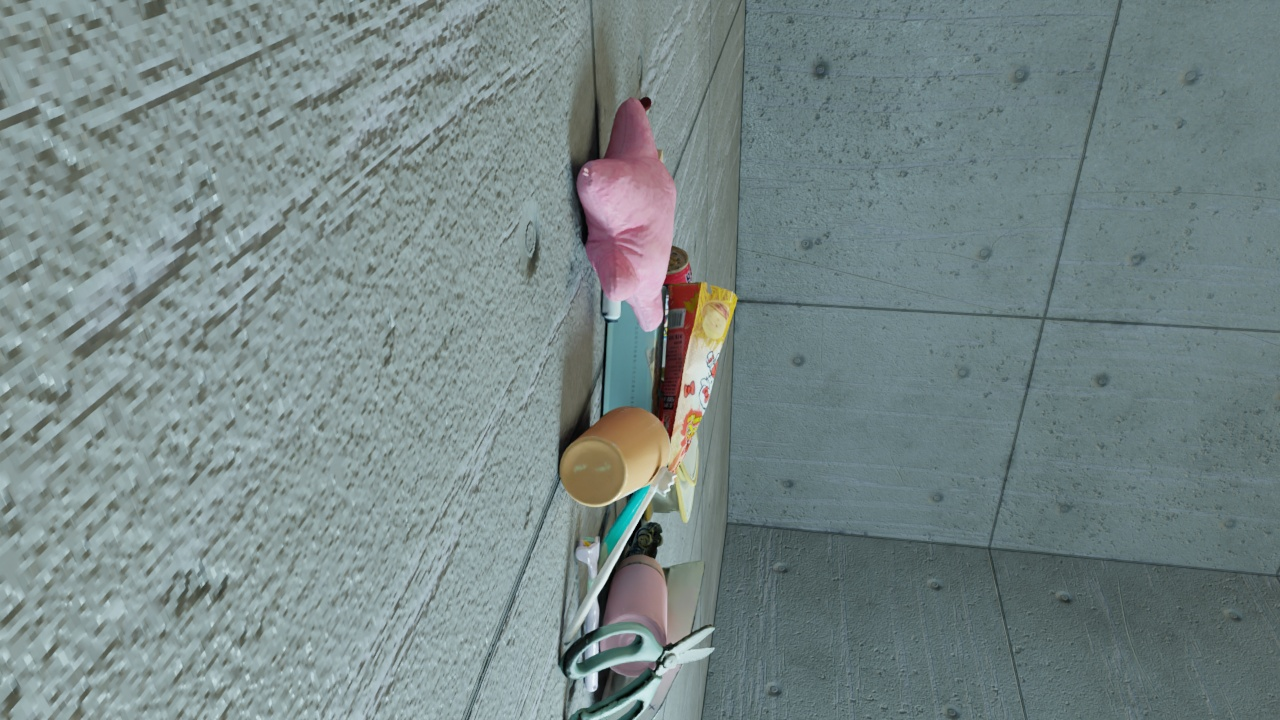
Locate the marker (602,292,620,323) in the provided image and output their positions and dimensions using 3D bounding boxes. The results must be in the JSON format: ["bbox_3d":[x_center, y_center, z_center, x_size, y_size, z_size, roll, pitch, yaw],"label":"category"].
[{"bbox_3d":[-0.027,-0.100,0.869,0.022,0.018,0.131,-28,121,-69],"label":"marker"}]

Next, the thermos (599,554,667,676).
[{"bbox_3d":[-0.009,0.270,0.976,0.087,0.067,0.198,-58,-177,5],"label":"thermos"}]

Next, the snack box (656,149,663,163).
[{"bbox_3d":[0.003,-0.157,1.008,0.156,0.026,0.085,-76,167,-46],"label":"snack box"}]

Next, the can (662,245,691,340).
[{"bbox_3d":[0.027,-0.079,1.062,0.066,0.066,0.094,-75,166,-50],"label":"can"}]

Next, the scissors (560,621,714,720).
[{"bbox_3d":[-0.005,0.275,0.844,0.019,0.177,0.169,41,-22,53],"label":"scissors"}]

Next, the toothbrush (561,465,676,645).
[{"bbox_3d":[-0.019,0.174,0.813,0.180,0.016,0.016,-59,163,-5],"label":"toothbrush"}]

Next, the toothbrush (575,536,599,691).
[{"bbox_3d":[-0.049,0.250,0.884,0.029,0.021,0.189,-22,126,-37],"label":"toothbrush"}]

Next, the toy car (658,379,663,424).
[{"bbox_3d":[0.005,0.067,1.034,0.045,0.053,0.121,-53,154,-44],"label":"toy car"}]

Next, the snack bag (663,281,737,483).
[{"bbox_3d":[0.046,0.025,0.951,0.128,0.073,0.207,41,60,-84],"label":"snack bag"}]

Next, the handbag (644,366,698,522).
[{"bbox_3d":[0.042,0.101,1.174,0.163,0.063,0.179,-71,160,-72],"label":"handbag"}]

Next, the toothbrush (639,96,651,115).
[{"bbox_3d":[-0.008,-0.229,0.942,0.187,0.016,0.017,-76,176,-52],"label":"toothbrush"}]

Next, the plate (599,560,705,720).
[{"bbox_3d":[0.008,0.327,1.058,0.162,0.034,0.265,-54,-175,26],"label":"plate"}]

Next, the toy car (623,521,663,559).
[{"bbox_3d":[-0.002,0.244,1.108,0.049,0.031,0.105,33,74,-66],"label":"toy car"}]

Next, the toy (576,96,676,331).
[{"bbox_3d":[-0.011,-0.134,0.788,0.178,0.075,0.194,41,49,-66],"label":"toy"}]

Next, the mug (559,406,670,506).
[{"bbox_3d":[-0.025,0.087,0.801,0.122,0.078,0.078,-20,114,-75],"label":"mug"}]

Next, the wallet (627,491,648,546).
[{"bbox_3d":[-0.001,0.165,1.162,0.097,0.019,0.121,-69,160,-68],"label":"wallet"}]

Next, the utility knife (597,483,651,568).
[{"bbox_3d":[-0.001,0.151,1.014,0.208,0.013,0.029,-50,145,-49],"label":"utility knife"}]

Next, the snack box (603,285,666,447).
[{"bbox_3d":[-0.006,0.005,0.940,0.074,0.052,0.175,-21,115,-80],"label":"snack box"}]
